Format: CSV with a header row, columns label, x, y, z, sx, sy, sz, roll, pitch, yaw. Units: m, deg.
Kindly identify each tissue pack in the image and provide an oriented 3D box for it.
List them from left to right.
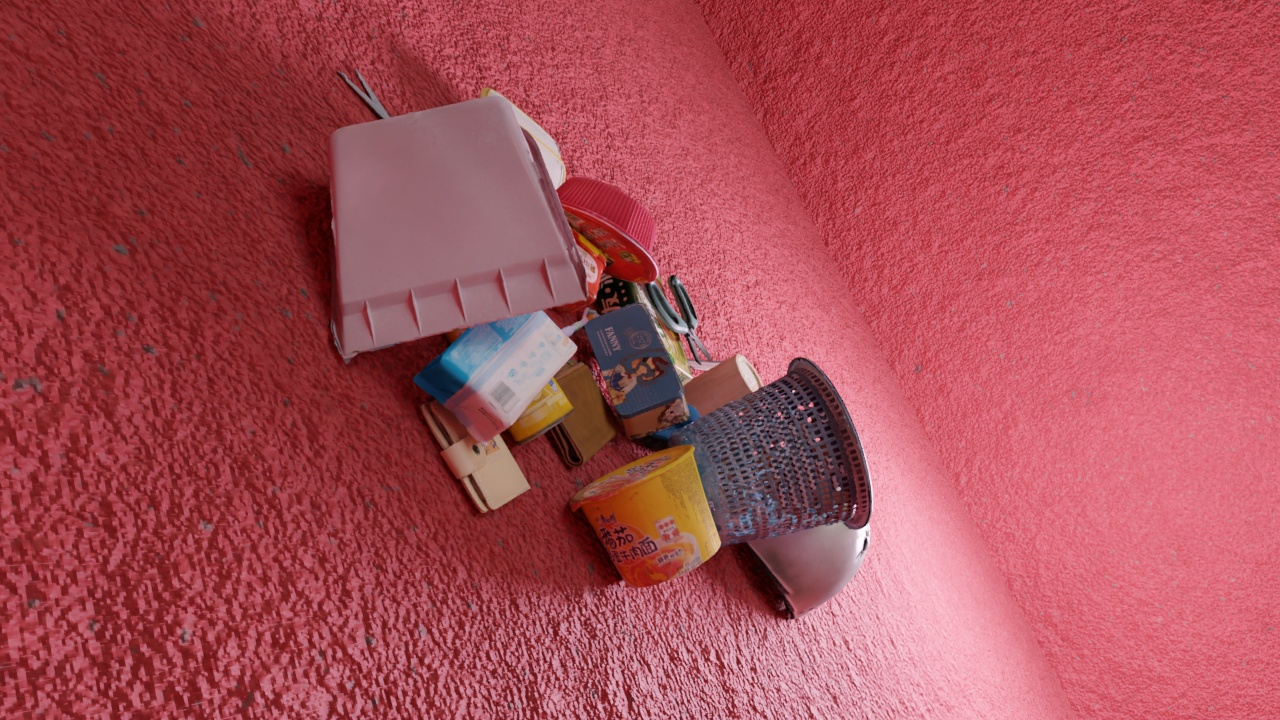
label,x,y,z,sx,sy,sz,roll,pitch,yaw
tissue pack,-0.131,0.001,0.846,0.090,0.063,0.139,46,57,-10

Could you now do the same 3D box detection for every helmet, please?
label,x,y,z,sx,sy,sz,roll,pitch,yaw
helmet,0.245,0.226,1.323,0.230,0.157,0.273,58,22,-2

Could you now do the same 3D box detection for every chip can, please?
label,x,y,z,sx,sy,sz,roll,pitch,yaw
chip can,-0.152,-0.020,0.921,0.213,0.072,0.072,58,22,-3

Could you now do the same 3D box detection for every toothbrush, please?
label,x,y,z,sx,sy,sz,roll,pitch,yaw
toothbrush,-0.093,-0.034,1.131,0.029,0.021,0.188,54,24,-2

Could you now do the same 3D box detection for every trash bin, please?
label,x,y,z,sx,sy,sz,roll,pitch,yaw
trash bin,0.146,0.130,1.135,0.227,0.195,0.226,161,-89,-82

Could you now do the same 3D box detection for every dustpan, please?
label,x,y,z,sx,sy,sz,roll,pitch,yaw
dustpan,-0.179,-0.136,0.864,0.139,0.222,0.273,110,-31,-79

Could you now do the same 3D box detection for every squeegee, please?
label,x,y,z,sx,sy,sz,roll,pitch,yaw
squeegee,0.180,0.100,1.510,0.247,0.040,0.249,2,60,-65

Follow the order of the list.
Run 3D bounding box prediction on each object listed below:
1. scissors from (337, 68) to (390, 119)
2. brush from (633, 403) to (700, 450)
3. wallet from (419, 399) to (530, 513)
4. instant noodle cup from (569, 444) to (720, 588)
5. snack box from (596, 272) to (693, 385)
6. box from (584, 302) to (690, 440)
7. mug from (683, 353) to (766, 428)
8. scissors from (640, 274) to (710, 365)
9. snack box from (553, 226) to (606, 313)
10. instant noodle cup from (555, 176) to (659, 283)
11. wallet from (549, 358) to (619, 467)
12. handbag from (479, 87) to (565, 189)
label,x,y,z,sx,sy,sz,roll,pitch,yaw
scissors,-0.275,-0.262,1.055,0.156,0.012,0.165,15,47,-57
brush,0.037,0.080,1.185,0.143,0.074,0.055,27,43,-52
wallet,-0.153,0.082,0.850,0.115,0.024,0.087,60,24,3
instant noodle cup,0.013,0.165,0.960,0.110,0.138,0.137,67,22,-3
snack box,-0.006,-0.073,1.304,0.114,0.063,0.239,35,32,-50
box,-0.007,0.007,1.134,0.059,0.090,0.184,73,-7,-51
mug,0.131,0.066,1.362,0.124,0.104,0.084,60,22,6
scissors,0.053,-0.077,1.332,0.170,0.019,0.179,48,22,-27
snack box,-0.097,-0.112,1.156,0.091,0.082,0.080,37,44,-40
instant noodle cup,-0.052,-0.176,1.186,0.193,0.194,0.065,37,74,-42
wallet,-0.075,0.050,1.040,0.119,0.035,0.130,58,21,-1
handbag,-0.166,-0.262,1.228,0.163,0.063,0.178,32,37,-44
